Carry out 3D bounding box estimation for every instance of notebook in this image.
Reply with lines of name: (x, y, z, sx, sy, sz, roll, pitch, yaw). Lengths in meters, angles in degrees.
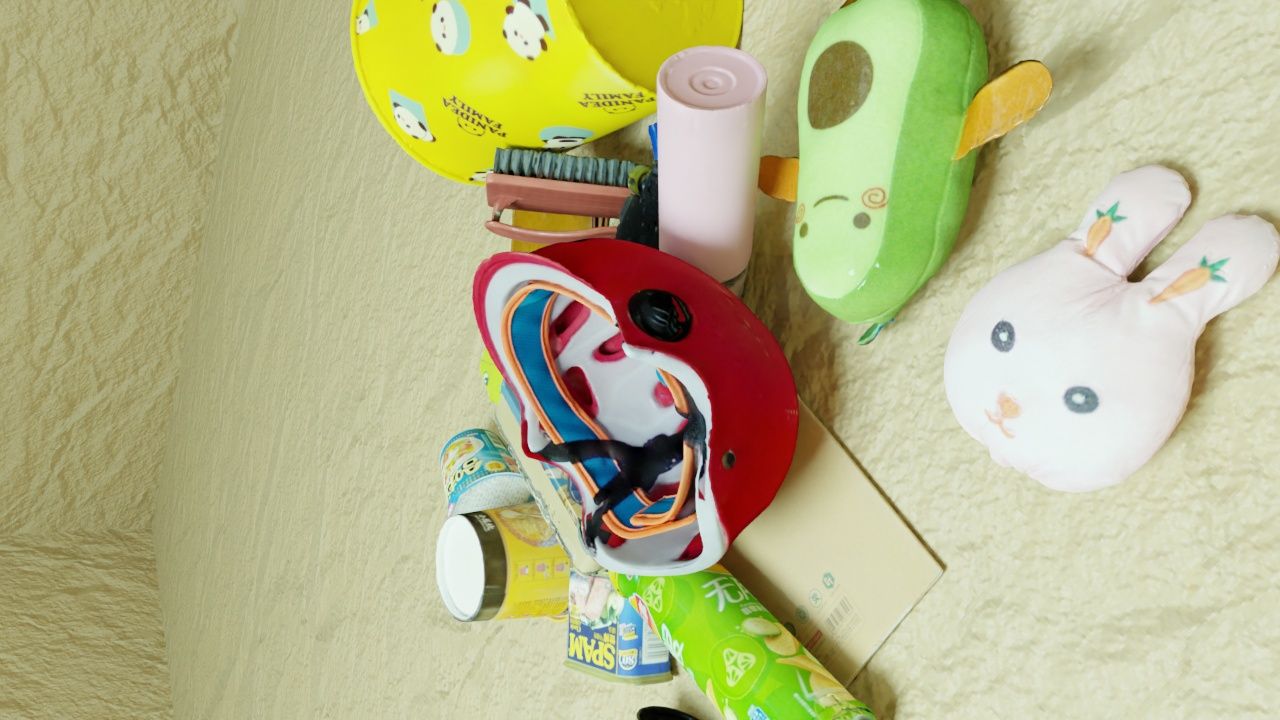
notebook: (0.101, 0.112, 0.628, 0.207, 0.008, 0.148, 56, 130, 41)

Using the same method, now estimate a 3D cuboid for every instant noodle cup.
instant noodle cup: (-0.113, 0.182, 0.830, 0.119, 0.114, 0.118, -2, 88, 52)
instant noodle cup: (-0.159, 0.124, 0.930, 0.110, 0.099, 0.099, 52, 128, 54)

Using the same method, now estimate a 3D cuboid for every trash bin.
trash bin: (-0.072, -0.274, 0.740, 0.256, 0.229, 0.229, 0, 87, 49)

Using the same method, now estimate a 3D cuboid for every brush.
brush: (-0.054, -0.130, 0.759, 0.063, 0.146, 0.069, 130, 143, -79)

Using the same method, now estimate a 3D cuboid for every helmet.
helmet: (0.007, 0.013, 0.612, 0.240, 0.143, 0.208, 56, 147, 9)

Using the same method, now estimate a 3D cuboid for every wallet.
wallet: (-0.081, -0.104, 0.881, 0.131, 0.035, 0.119, 3, 94, 48)

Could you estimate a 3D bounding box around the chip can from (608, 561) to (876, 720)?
chip can: (0.061, 0.191, 0.608, 0.221, 0.072, 0.073, 38, 118, 49)

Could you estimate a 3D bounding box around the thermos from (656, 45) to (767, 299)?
thermos: (0.047, -0.113, 0.616, 0.199, 0.067, 0.087, 85, -161, -53)

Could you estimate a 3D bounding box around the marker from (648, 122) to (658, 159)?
marker: (0.026, -0.129, 0.750, 0.017, 0.016, 0.145, -33, 61, 49)

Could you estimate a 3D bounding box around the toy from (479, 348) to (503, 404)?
toy: (-0.135, 0.001, 0.954, 0.100, 0.031, 0.097, 14, 99, 50)

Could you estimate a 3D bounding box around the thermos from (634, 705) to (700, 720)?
thermos: (0.007, 0.337, 0.679, 0.093, 0.093, 0.143, 18, 94, 54)

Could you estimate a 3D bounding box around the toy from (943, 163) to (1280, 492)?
toy: (0.217, -0.015, 0.442, 0.160, 0.054, 0.121, -60, 43, 21)

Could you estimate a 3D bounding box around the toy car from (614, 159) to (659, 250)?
toy car: (0.006, -0.088, 0.719, 0.070, 0.042, 0.158, 38, 108, 42)

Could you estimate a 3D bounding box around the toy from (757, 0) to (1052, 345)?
toy: (0.139, -0.135, 0.530, 0.227, 0.090, 0.246, -3, 80, 64)

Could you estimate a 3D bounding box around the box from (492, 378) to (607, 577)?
box: (-0.049, 0.076, 0.742, 0.184, 0.089, 0.061, 57, 147, 18)

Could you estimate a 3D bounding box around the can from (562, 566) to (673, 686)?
can: (-0.018, 0.212, 0.748, 0.102, 0.057, 0.083, -9, 77, 54)
